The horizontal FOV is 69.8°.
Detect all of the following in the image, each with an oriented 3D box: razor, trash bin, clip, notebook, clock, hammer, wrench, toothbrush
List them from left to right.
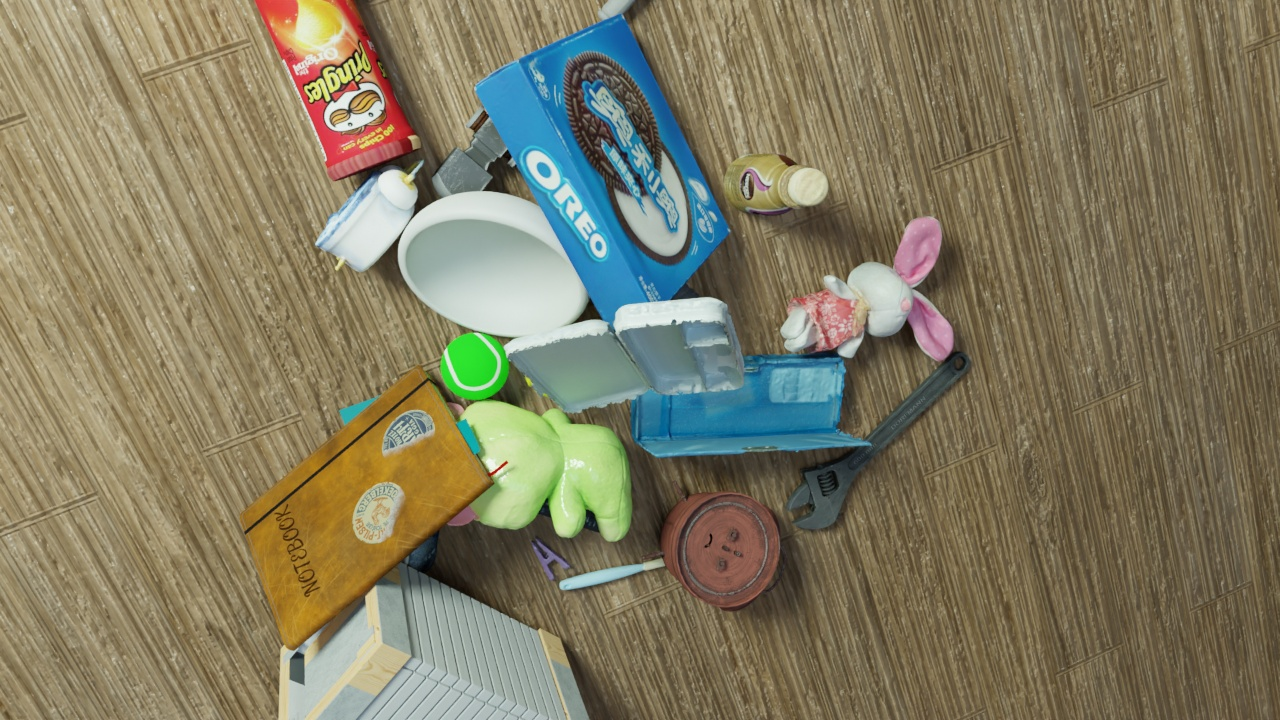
[{"bbox_3d":[-0.259,0.120,0.858,0.249,0.178,0.014,-40,144,1],"label":"notebook"},{"bbox_3d":[-0.239,-0.137,0.831,0.052,0.089,0.125,40,93,-23],"label":"clock"},{"bbox_3d":[-0.196,0.319,0.879,0.247,0.142,0.142,37,98,-30],"label":"trash bin"},{"bbox_3d":[-0.101,0.215,0.980,0.051,0.014,0.043,28,97,-20],"label":"clip"},{"bbox_3d":[-0.037,-0.132,0.905,0.322,0.043,0.156,39,92,-20],"label":"hammer"},{"bbox_3d":[-0.012,0.229,1.000,0.155,0.016,0.022,-10,104,-10],"label":"toothbrush"},{"bbox_3d":[0.005,-0.362,0.863,0.088,0.047,0.116,42,98,-17],"label":"razor"},{"bbox_3d":[0.091,0.202,0.977,0.157,0.072,0.120,26,80,-18],"label":"clock"},{"bbox_3d":[0.269,0.088,1.032,0.273,0.018,0.073,-43,108,-2],"label":"wrench"}]

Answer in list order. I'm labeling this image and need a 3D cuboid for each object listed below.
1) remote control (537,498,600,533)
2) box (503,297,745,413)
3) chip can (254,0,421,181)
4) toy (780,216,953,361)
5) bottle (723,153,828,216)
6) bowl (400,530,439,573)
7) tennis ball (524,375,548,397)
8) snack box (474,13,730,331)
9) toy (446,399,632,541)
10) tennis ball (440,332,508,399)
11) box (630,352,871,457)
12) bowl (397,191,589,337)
[{"bbox_3d":[-0.087,0.142,0.963,0.150,0.022,0.047,21,97,-14],"label":"remote control"},{"bbox_3d":[-0.004,0.001,0.813,0.191,0.209,0.045,-11,70,10],"label":"box"},{"bbox_3d":[-0.273,-0.271,0.796,0.087,0.087,0.213,-23,105,-7],"label":"chip can"},{"bbox_3d":[0.235,-0.057,0.958,0.194,0.084,0.159,-16,111,-10],"label":"toy"},{"bbox_3d":[0.130,-0.165,0.866,0.059,0.166,0.060,-3,102,-13],"label":"bottle"},{"bbox_3d":[-0.255,0.186,0.917,0.110,0.055,0.110,-2,103,-11],"label":"bowl"},{"bbox_3d":[-0.083,0.005,0.908,0.065,0.065,0.065,-3,103,-12],"label":"tennis ball"},{"bbox_3d":[-0.021,-0.172,0.824,0.056,0.195,0.239,-18,110,35],"label":"snack box"},{"bbox_3d":[-0.099,0.100,0.887,0.196,0.150,0.107,12,139,-26],"label":"toy"},{"bbox_3d":[-0.161,0.006,0.892,0.065,0.065,0.065,-3,103,-12],"label":"tennis ball"},{"bbox_3d":[0.113,0.049,0.939,0.231,0.111,0.094,-1,103,-12],"label":"box"},{"bbox_3d":[-0.129,-0.098,0.848,0.176,0.177,0.066,21,54,-16],"label":"bowl"}]
